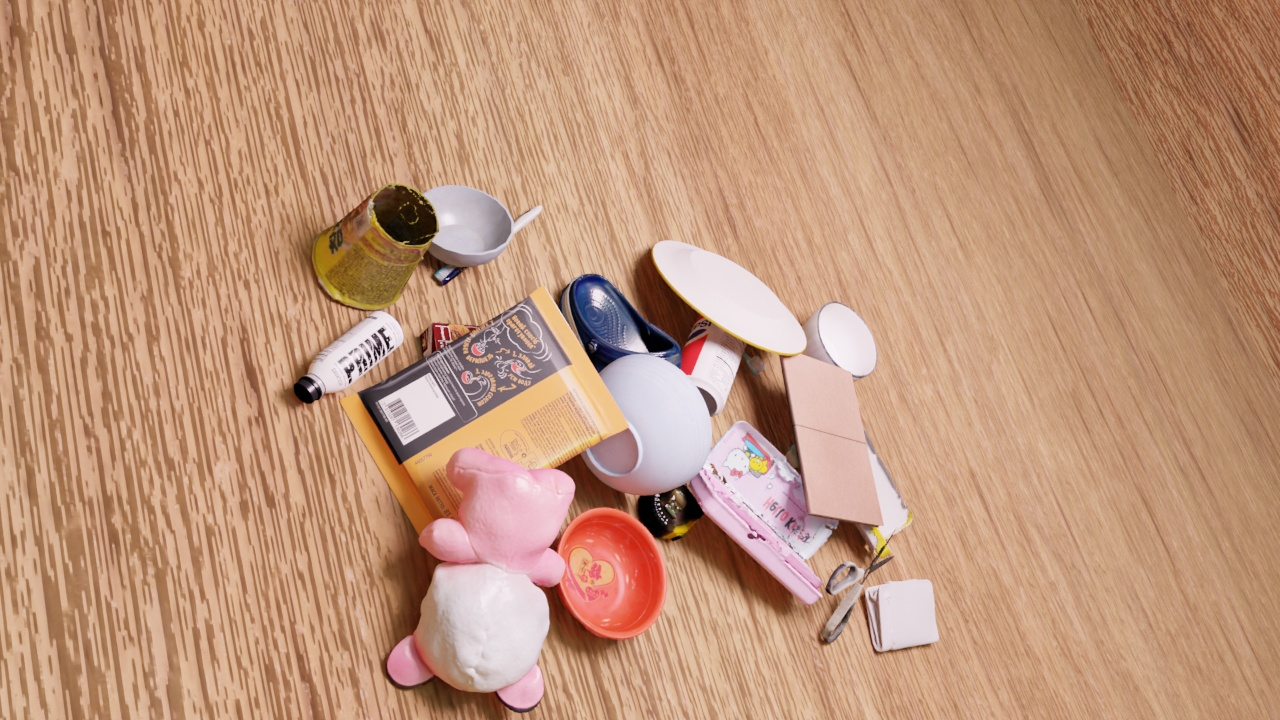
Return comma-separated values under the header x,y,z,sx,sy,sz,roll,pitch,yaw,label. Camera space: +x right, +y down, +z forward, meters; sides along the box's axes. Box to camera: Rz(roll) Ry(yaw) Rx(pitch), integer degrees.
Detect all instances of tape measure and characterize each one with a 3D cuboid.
x,y,z,sx,sy,sz,roll,pitch,yaw,label
0.031,0.161,1.004,0.067,0.038,0.062,53,46,-3,tape measure

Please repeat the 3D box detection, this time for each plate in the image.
x,y,z,sx,sy,sz,roll,pitch,yaw,label
0.117,-0.087,1.152,0.229,0.021,0.229,27,25,-14,plate

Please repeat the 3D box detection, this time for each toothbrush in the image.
x,y,z,sx,sy,sz,roll,pitch,yaw,label
-0.166,-0.134,1.028,0.017,0.016,0.188,42,47,1,toothbrush
0.105,-0.056,1.200,0.180,0.017,0.016,53,47,-1,toothbrush

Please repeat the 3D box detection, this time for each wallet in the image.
x,y,z,sx,sy,sz,roll,pitch,yaw,label
0.328,0.321,1.160,0.116,0.032,0.086,10,71,-37,wallet

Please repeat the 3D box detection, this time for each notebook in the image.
x,y,z,sx,sy,sz,roll,pitch,yaw,label
0.233,0.095,1.123,0.141,0.008,0.208,16,57,-39,notebook

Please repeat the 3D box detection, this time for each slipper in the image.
x,y,z,sx,sy,sz,roll,pitch,yaw,label
-0.006,0.006,1.020,0.104,0.095,0.252,-20,73,-46,slipper

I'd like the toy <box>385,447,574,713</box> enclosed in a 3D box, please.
x,y,z,sx,sy,sz,roll,pitch,yaw,label
-0.129,0.191,0.802,0.142,0.084,0.213,20,80,-25,toy

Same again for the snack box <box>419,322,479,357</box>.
x,y,z,sx,sy,sz,roll,pitch,yaw,label
-0.154,-0.005,0.954,0.140,0.032,0.051,3,64,-37,snack box

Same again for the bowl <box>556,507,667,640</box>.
x,y,z,sx,sy,sz,roll,pitch,yaw,label
-0.038,0.215,0.914,0.130,0.045,0.130,19,56,-30,bowl

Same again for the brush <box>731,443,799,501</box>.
x,y,z,sx,sy,sz,roll,pitch,yaw,label
0.159,0.141,1.136,0.217,0.012,0.033,-23,82,-43,brush

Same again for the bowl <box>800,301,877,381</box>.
x,y,z,sx,sy,sz,roll,pitch,yaw,label
0.264,-0.017,1.269,0.116,0.066,0.116,19,56,-30,bowl

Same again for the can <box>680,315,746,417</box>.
x,y,z,sx,sy,sz,roll,pitch,yaw,label
0.083,0.002,1.111,0.070,0.070,0.131,38,48,-15,can

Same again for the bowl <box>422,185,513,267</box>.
x,y,z,sx,sy,sz,roll,pitch,yaw,label
-0.191,-0.137,0.981,0.106,0.039,0.106,12,48,-14,bowl

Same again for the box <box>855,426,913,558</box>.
x,y,z,sx,sy,sz,roll,pitch,yaw,label
0.281,0.141,1.173,0.080,0.084,0.210,-31,94,-1,box

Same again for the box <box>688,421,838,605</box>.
x,y,z,sx,sy,sz,roll,pitch,yaw,label
0.154,0.170,1.033,0.201,0.103,0.101,44,4,-23,box

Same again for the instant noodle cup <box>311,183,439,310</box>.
x,y,z,sx,sy,sz,roll,pitch,yaw,label
-0.250,-0.113,0.884,0.102,0.108,0.102,20,55,-32,instant noodle cup

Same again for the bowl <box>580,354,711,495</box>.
x,y,z,sx,sy,sz,roll,pitch,yaw,label
-0.010,0.075,0.932,0.150,0.151,0.074,58,35,3,bowl

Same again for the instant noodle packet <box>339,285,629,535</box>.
x,y,z,sx,sy,sz,roll,pitch,yaw,label
-0.144,0.051,0.867,0.220,0.032,0.160,-31,87,-11,instant noodle packet

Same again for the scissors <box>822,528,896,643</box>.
x,y,z,sx,sy,sz,roll,pitch,yaw,label
0.256,0.263,1.086,0.157,0.013,0.169,28,87,-54,scissors

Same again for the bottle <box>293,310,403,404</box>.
x,y,z,sx,sy,sz,roll,pitch,yaw,label
-0.272,-0.001,0.851,0.041,0.041,0.115,48,46,-7,bottle
